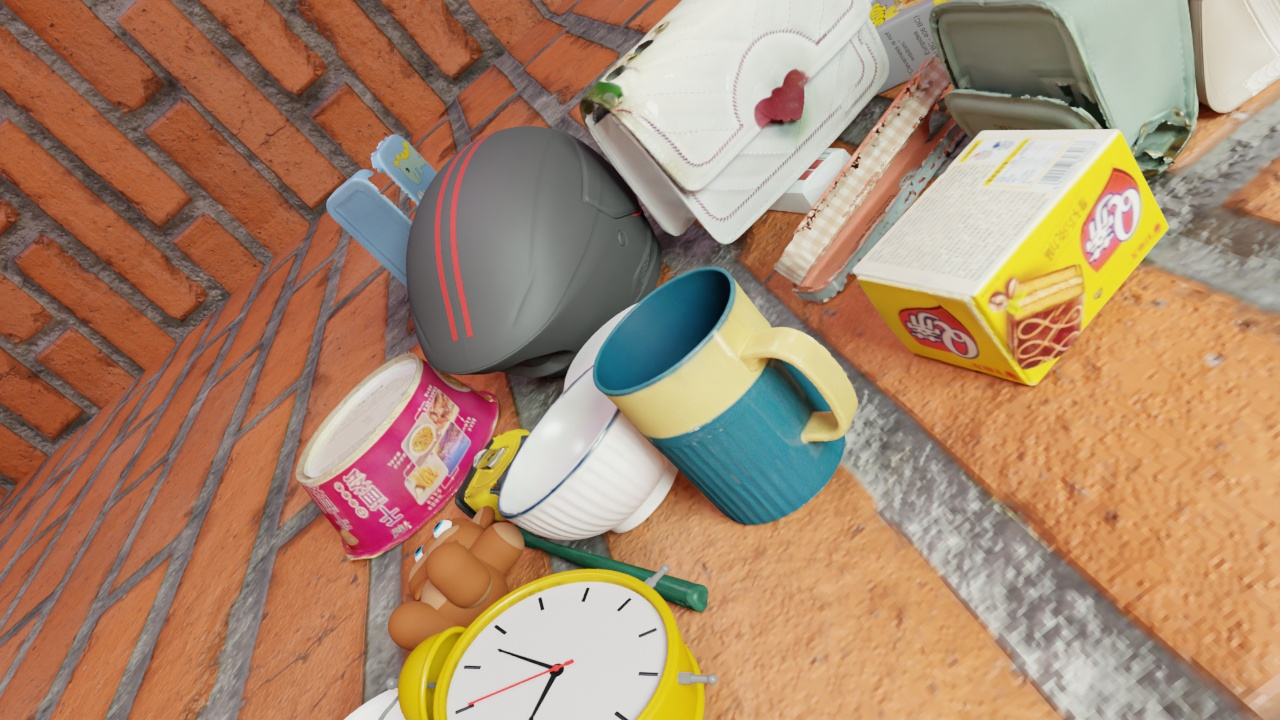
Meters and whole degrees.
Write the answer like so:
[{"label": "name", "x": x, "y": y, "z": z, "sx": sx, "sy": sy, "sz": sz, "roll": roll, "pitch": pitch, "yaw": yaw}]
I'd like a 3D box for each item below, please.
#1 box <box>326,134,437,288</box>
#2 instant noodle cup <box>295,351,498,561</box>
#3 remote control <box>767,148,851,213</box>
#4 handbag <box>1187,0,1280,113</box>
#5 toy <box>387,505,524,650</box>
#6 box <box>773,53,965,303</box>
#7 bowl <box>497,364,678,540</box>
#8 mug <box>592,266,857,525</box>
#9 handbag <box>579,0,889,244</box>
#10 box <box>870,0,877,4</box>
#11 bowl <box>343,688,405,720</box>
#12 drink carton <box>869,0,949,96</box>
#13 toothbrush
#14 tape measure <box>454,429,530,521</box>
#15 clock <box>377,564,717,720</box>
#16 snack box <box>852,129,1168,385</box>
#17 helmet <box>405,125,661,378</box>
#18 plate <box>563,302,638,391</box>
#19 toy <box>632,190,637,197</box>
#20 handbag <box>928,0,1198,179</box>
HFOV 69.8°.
[{"label": "box", "x": -0.177, "y": -0.095, "z": 0.817, "sx": 0.074, "sy": 0.209, "sz": 0.077, "roll": -28, "pitch": 29, "yaw": 28}, {"label": "instant noodle cup", "x": -0.209, "y": 0.068, "z": 0.762, "sx": 0.179, "sy": 0.077, "sz": 0.178, "roll": -32, "pitch": 27, "yaw": 19}, {"label": "remote control", "x": 0.106, "y": -0.142, "z": 0.705, "sx": 0.049, "sy": 0.024, "sz": 0.143, "roll": -47, "pitch": 27, "yaw": -9}, {"label": "handbag", "x": 0.238, "y": -0.241, "z": 0.474, "sx": 0.062, "sy": 0.198, "sz": 0.175, "roll": -36, "pitch": 26, "yaw": 13}, {"label": "toy", "x": -0.114, "y": 0.126, "z": 0.559, "sx": 0.095, "sy": 0.065, "sz": 0.127, "roll": -50, "pitch": 20, "yaw": 3}, {"label": "box", "x": 0.155, "y": -0.110, "z": 0.590, "sx": 0.188, "sy": 0.062, "sz": 0.058, "roll": -51, "pitch": 1, "yaw": -13}, {"label": "bowl", "x": -0.020, "y": 0.057, "z": 0.521, "sx": 0.118, "sy": 0.062, "sz": 0.118, "roll": -44, "pitch": 17, "yaw": 17}, {"label": "mug", "x": 0.050, "y": 0.019, "z": 0.442, "sx": 0.114, "sy": 0.107, "sz": 0.083, "roll": -9, "pitch": 39, "yaw": 49}, {"label": "handbag", "x": 0.070, "y": -0.195, "z": 0.650, "sx": 0.198, "sy": 0.142, "sz": 0.096, "roll": -47, "pitch": 31, "yaw": -9}, {"label": "box", "x": 0.146, "y": -0.263, "z": 0.825, "sx": 0.199, "sy": 0.066, "sz": 0.083, "roll": -35, "pitch": 51, "yaw": 13}, {"label": "bowl", "x": -0.108, "y": 0.209, "z": 0.433, "sx": 0.110, "sy": 0.040, "sz": 0.109, "roll": -16, "pitch": 32, "yaw": 10}, {"label": "drink carton", "x": 0.223, "y": -0.258, "z": 0.692, "sx": 0.125, "sy": 0.048, "sz": 0.076, "roll": -15, "pitch": 36, "yaw": 43}, {"label": "toothbrush", "x": -0.025, "y": 0.109, "z": 0.512, "sx": 0.017, "sy": 0.016, "sz": 0.190, "roll": -49, "pitch": 26, "yaw": -24}, {"label": "tape measure", "x": -0.093, "y": 0.077, "z": 0.632, "sx": 0.064, "sy": 0.037, "sz": 0.065, "roll": -8, "pitch": 42, "yaw": 51}, {"label": "clock", "x": -0.045, "y": 0.148, "z": 0.397, "sx": 0.152, "sy": 0.052, "sz": 0.113, "roll": -21, "pitch": 31, "yaw": -5}, {"label": "snack box", "x": 0.171, "y": -0.051, "z": 0.431, "sx": 0.105, "sy": 0.061, "sz": 0.084, "roll": -46, "pitch": 26, "yaw": -9}, {"label": "helmet", "x": -0.088, "y": -0.088, "z": 0.707, "sx": 0.164, "sy": 0.170, "sz": 0.263, "roll": -14, "pitch": 41, "yaw": 28}, {"label": "plate", "x": -0.003, "y": 0.003, "z": 0.621, "sx": 0.174, "sy": 0.036, "sz": 0.173, "roll": -33, "pitch": 27, "yaw": 19}, {"label": "toy", "x": 0.027, "y": -0.195, "z": 0.813, "sx": 0.133, "sy": 0.088, "sz": 0.094, "roll": -66, "pitch": 16, "yaw": -4}, {"label": "handbag", "x": 0.215, "y": -0.152, "z": 0.477, "sx": 0.067, "sy": 0.106, "sz": 0.122, "roll": -31, "pitch": 25, "yaw": -4}]
